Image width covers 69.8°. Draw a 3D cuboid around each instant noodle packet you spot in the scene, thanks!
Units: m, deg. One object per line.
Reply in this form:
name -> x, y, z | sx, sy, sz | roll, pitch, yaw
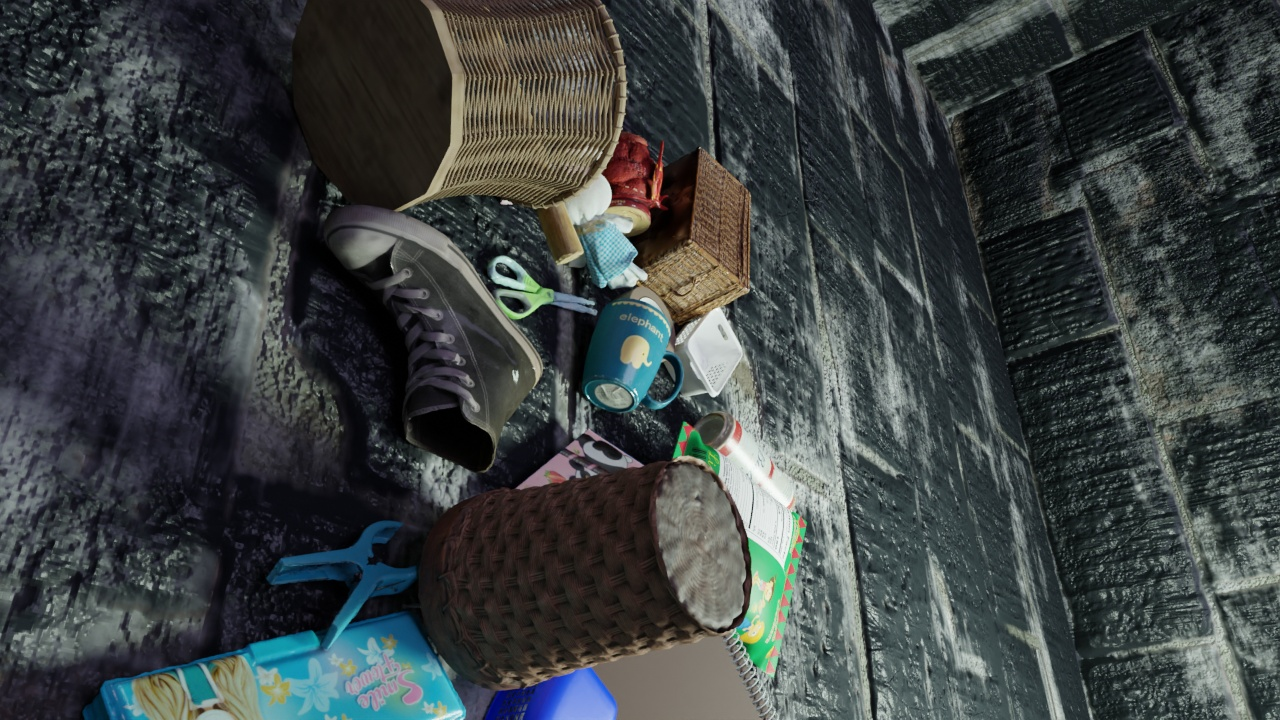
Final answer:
instant noodle packet -> 0.099, 0.214, 1.025 | 0.252, 0.091, 0.195 | 40, 55, -34

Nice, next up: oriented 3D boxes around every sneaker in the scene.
sneaker -> -0.180, -0.017, 0.753 | 0.235, 0.095, 0.119 | 56, 33, -33

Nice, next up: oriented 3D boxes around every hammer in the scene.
hammer -> -0.128, -0.255, 0.918 | 0.033, 0.132, 0.330 | -18, 86, -56

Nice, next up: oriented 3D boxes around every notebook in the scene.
notebook -> 0.039, 0.319, 0.892 | 0.171, 0.022, 0.209 | -31, 99, -34

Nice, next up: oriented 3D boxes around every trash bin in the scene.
trash bin -> -0.036, 0.148, 0.668 | 0.151, 0.211, 0.151 | 34, 45, -43

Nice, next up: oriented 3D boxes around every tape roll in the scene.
tape roll -> 0.003, -0.039, 1.097 | 0.093, 0.030, 0.093 | 34, 46, -43

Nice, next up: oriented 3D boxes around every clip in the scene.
clip -> -0.211, 0.141, 0.657 | 0.113, 0.028, 0.126 | 51, 23, 18

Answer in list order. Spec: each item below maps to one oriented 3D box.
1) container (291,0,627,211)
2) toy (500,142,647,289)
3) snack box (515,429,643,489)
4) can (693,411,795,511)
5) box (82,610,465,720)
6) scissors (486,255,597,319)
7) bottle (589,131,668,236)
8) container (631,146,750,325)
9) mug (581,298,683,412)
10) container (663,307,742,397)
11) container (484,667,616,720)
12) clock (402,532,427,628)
container -> -0.158, -0.234, 0.794 | 0.195, 0.228, 0.227 | -25, 93, -52
toy -> -0.053, -0.164, 1.030 | 0.205, 0.131, 0.105 | 53, 19, -35
snack box -> -0.054, 0.127, 0.867 | 0.088, 0.033, 0.153 | 32, 30, 13
can -> 0.130, 0.136, 1.153 | 0.170, 0.067, 0.067 | 48, 37, -31
box -> -0.207, 0.259, 0.570 | 0.226, 0.074, 0.180 | 5, 67, -56
scissors -> -0.099, -0.064, 0.975 | 0.175, 0.033, 0.072 | 9, 61, -51
bottle -> -0.013, -0.215, 1.114 | 0.099, 0.099, 0.111 | 28, 54, -47
container -> 0.065, -0.163, 1.185 | 0.112, 0.114, 0.198 | 38, 42, -35
mug -> -0.006, 0.006, 0.996 | 0.112, 0.085, 0.104 | 29, 52, -12
container -> 0.077, -0.008, 1.173 | 0.081, 0.050, 0.128 | 60, 32, -14
container -> -0.071, 0.302, 0.755 | 0.096, 0.058, 0.114 | 58, 33, -17
clock -> -0.129, 0.194, 0.744 | 0.124, 0.044, 0.087 | 43, 40, -35
